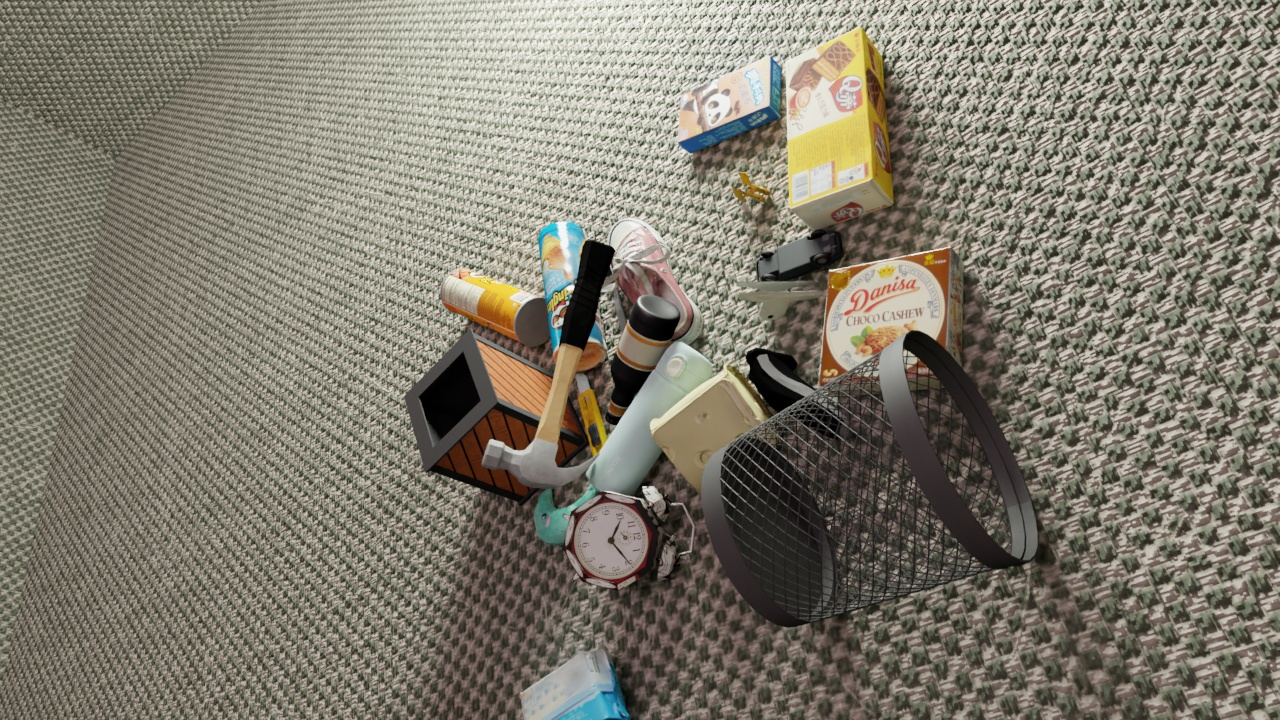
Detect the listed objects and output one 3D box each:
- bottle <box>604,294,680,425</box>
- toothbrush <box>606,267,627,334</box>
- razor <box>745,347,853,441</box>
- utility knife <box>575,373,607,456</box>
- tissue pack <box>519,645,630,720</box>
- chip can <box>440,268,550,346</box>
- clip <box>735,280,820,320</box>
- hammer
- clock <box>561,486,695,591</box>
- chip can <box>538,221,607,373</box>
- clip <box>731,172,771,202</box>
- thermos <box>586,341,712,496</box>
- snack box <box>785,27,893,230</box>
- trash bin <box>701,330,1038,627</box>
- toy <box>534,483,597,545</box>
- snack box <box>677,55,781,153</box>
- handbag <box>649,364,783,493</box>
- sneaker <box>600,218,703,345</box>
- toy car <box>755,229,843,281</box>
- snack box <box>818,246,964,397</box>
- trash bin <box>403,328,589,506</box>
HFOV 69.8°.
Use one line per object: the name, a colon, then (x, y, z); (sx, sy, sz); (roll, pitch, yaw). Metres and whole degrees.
bottle: (-0.007, 0.007, 1.167); (0.059, 0.059, 0.182); (54, 133, 43)
toothbrush: (-0.028, -0.068, 1.285); (0.013, 0.013, 0.167); (-32, 54, 25)
razor: (0.177, 0.042, 1.025); (0.060, 0.057, 0.156); (-27, 45, -12)
utility knife: (-0.064, 0.087, 1.238); (0.030, 0.017, 0.178); (-29, 49, 15)
tissue pack: (-0.078, 0.404, 1.056); (0.145, 0.061, 0.092); (-39, 47, 17)
chip can: (-0.223, -0.085, 1.418); (0.215, 0.075, 0.075); (22, 84, 45)
clip: (0.158, -0.080, 1.100); (0.058, 0.101, 0.050); (115, 153, -66)
hammer: (-0.090, 0.000, 1.145); (0.039, 0.131, 0.327); (131, 154, -67)
clock: (-0.010, 0.208, 1.083); (0.155, 0.065, 0.114); (-11, 81, 8)
chip can: (-0.099, -0.093, 1.312); (0.080, 0.079, 0.229); (-31, 51, 26)
clip: (0.145, -0.224, 1.193); (0.049, 0.054, 0.044); (-10, 79, 12)
thermos: (0.013, 0.074, 1.133); (0.065, 0.078, 0.207); (36, 97, 23)
snack box: (0.241, -0.283, 1.121); (0.110, 0.061, 0.229); (-16, 60, 35)
trash bin: (0.203, 0.121, 0.851); (0.228, 0.217, 0.217); (-32, 51, 31)
toy: (-0.104, 0.201, 1.204); (0.105, 0.033, 0.084); (-7, 54, 40)
snack box: (0.123, -0.355, 1.280); (0.152, 0.034, 0.087); (-14, 61, 36)
handbag: (0.090, 0.079, 1.051); (0.119, 0.081, 0.111); (-39, 85, 14)
sneaker: (0.001, -0.116, 1.229); (0.118, 0.087, 0.241); (-44, 48, 16)
toy car: (0.191, -0.122, 1.104); (0.112, 0.034, 0.046); (-20, 58, 32)
snack box: (0.270, -0.039, 0.988); (0.143, 0.041, 0.146); (-7, 65, 39)
trash bin: (-0.195, 0.080, 1.242); (0.140, 0.171, 0.139); (-43, 47, 16)
